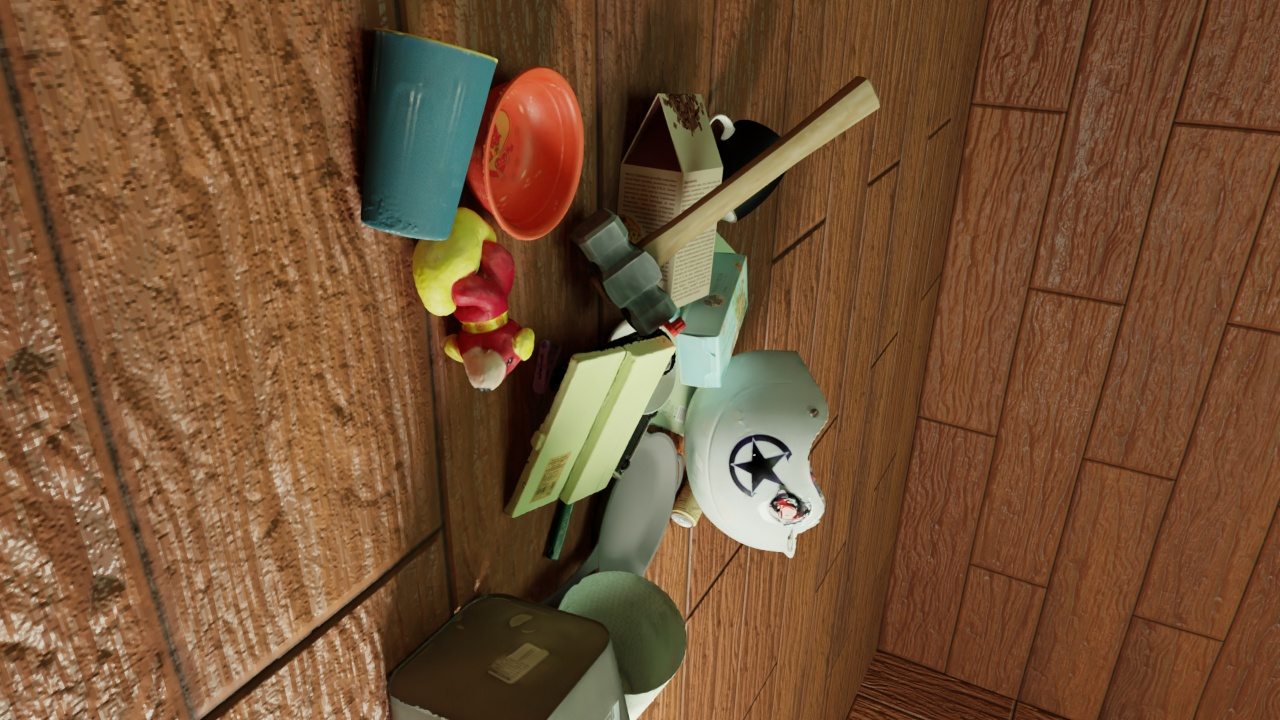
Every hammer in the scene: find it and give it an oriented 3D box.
[{"bbox_3d":[0.090,-0.161,0.866,0.322,0.051,0.117,-37,118,-4],"label":"hammer"}]

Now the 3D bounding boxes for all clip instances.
[{"bbox_3d":[-0.089,0.002,0.848,0.050,0.014,0.046,-62,151,-31],"label":"clip"}]

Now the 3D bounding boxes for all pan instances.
[{"bbox_3d":[-0.038,0.200,1.041,0.353,0.024,0.217,-38,136,-53],"label":"pan"}]

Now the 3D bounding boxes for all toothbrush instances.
[{"bbox_3d":[-0.068,0.113,0.944,0.017,0.016,0.189,17,87,-67],"label":"toothbrush"},{"bbox_3d":[0.030,-0.042,0.947,0.018,0.012,0.212,-39,-174,2],"label":"toothbrush"}]

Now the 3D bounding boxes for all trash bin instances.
[{"bbox_3d":[-0.107,0.348,0.804,0.196,0.198,0.220,-37,128,-54],"label":"trash bin"},{"bbox_3d":[-0.037,0.319,0.955,0.133,0.133,0.162,-48,164,-44],"label":"trash bin"}]

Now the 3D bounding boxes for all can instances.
[{"bbox_3d":[0.072,0.185,1.244,0.079,0.038,0.038,-59,150,-30],"label":"can"},{"bbox_3d":[-0.024,0.007,0.905,0.137,0.054,0.054,-22,124,-42],"label":"can"}]

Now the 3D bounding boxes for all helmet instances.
[{"bbox_3d":[0.135,0.116,1.161,0.236,0.164,0.264,-84,177,-71],"label":"helmet"}]

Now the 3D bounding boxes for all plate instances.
[{"bbox_3d":[-0.006,0.006,0.979,0.104,0.026,0.104,5,83,-42],"label":"plate"}]

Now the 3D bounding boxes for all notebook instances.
[{"bbox_3d":[0.062,-0.036,1.140,0.181,0.010,0.252,27,79,-64],"label":"notebook"}]

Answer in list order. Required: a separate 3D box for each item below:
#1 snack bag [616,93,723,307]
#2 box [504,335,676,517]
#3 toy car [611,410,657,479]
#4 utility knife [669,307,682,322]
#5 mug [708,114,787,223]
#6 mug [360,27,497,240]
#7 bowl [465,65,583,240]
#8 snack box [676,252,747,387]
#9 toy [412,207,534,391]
[{"bbox_3d":[0.030,-0.165,0.936,0.094,0.070,0.206,-27,127,-58],"label":"snack bag"},{"bbox_3d":[-0.047,0.063,0.858,0.137,0.024,0.187,-9,133,-49],"label":"box"},{"bbox_3d":[-0.016,0.073,1.005,0.039,0.039,0.112,46,60,-34],"label":"toy car"},{"bbox_3d":[0.047,-0.033,1.071,0.015,0.022,0.177,-65,157,-17],"label":"utility knife"},{"bbox_3d":[0.106,-0.225,1.065,0.119,0.085,0.100,40,77,-30],"label":"mug"},{"bbox_3d":[-0.143,-0.143,0.595,0.078,0.078,0.121,-14,120,-62],"label":"mug"},{"bbox_3d":[-0.096,-0.160,0.707,0.130,0.045,0.131,-40,137,-51],"label":"bowl"},{"bbox_3d":[0.086,-0.050,1.067,0.174,0.053,0.075,-67,157,-49],"label":"snack box"},{"bbox_3d":[-0.125,-0.051,0.700,0.105,0.067,0.137,-49,132,-48],"label":"toy"}]
